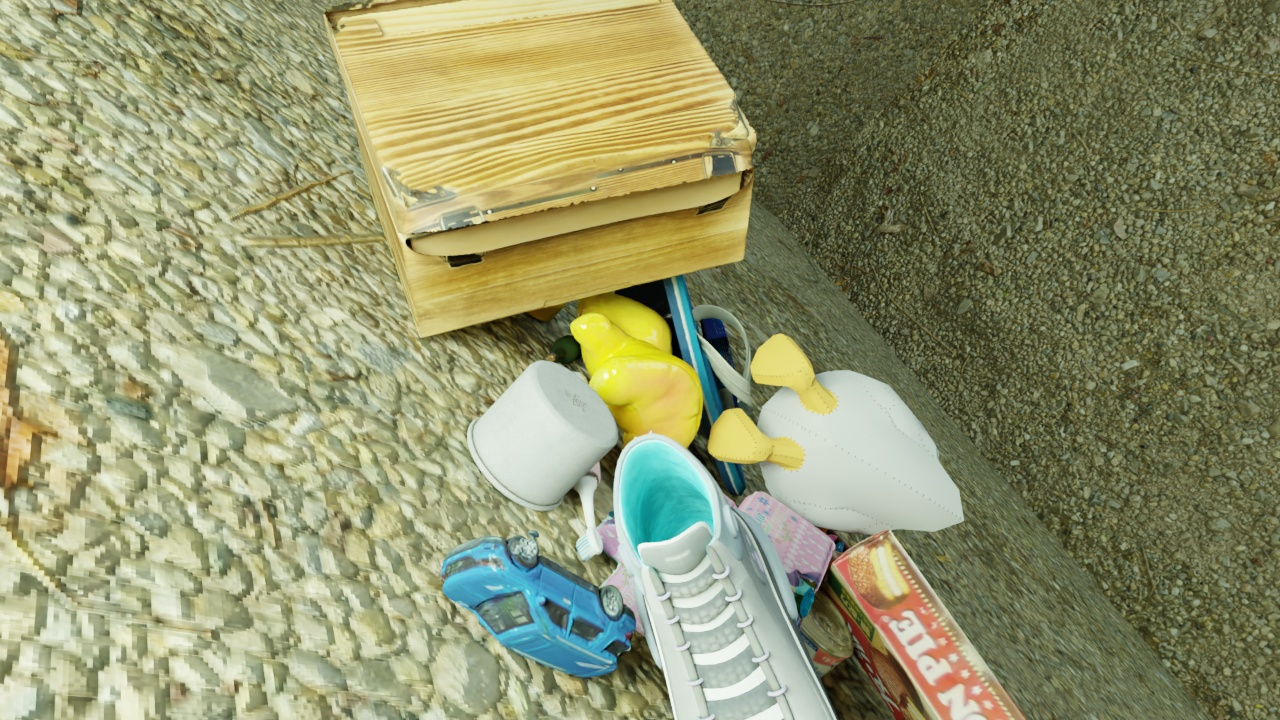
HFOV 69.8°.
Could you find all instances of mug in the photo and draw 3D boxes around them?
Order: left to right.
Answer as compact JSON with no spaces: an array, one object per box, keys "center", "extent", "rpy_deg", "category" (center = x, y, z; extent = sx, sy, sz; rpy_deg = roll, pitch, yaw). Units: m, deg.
[{"center":[-0.066,0.045,0.647],"extent":[0.084,0.071,0.113],"rpy_deg":[40,19,-15],"category":"mug"}]

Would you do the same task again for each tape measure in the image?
[{"center":[-0.101,-0.067,0.898],"extent":[0.059,0.030,0.068],"rpy_deg":[34,20,-24],"category":"tape measure"}]

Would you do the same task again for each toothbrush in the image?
[{"center":[-0.045,0.074,0.700],"extent":[0.027,0.027,0.222],"rpy_deg":[44,16,-26],"category":"toothbrush"}]

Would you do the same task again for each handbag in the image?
[{"center":[0.009,-0.019,0.988],"extent":[0.153,0.115,0.125],"rpy_deg":[-106,170,-64],"category":"handbag"}]

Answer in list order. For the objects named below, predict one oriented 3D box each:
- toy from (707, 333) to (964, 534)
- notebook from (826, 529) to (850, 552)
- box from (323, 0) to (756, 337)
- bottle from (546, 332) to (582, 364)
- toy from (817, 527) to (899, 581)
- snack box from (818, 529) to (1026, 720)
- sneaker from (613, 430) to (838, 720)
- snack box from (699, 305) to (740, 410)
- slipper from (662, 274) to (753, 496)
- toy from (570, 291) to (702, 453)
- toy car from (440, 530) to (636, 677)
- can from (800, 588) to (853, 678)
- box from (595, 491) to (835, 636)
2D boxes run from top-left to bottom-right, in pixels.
[{"center":[0.189,0.088,0.830],"extent":[0.267,0.141,0.247],"rpy_deg":[31,0,-34],"category":"toy"},{"center":[0.229,0.215,0.954],"extent":[0.209,0.008,0.141],"rpy_deg":[46,-2,6],"category":"notebook"},{"center":[-0.078,-0.172,0.731],"extent":[0.278,0.176,0.247],"rpy_deg":[-14,48,-17],"category":"box"},{"center":[-0.067,-0.011,0.852],"extent":[0.025,0.025,0.106],"rpy_deg":[45,17,2],"category":"bottle"},{"center":[0.189,0.180,0.867],"extent":[0.090,0.103,0.070],"rpy_deg":[56,25,14],"category":"toy"},{"center":[0.235,0.261,0.736],"extent":[0.236,0.060,0.113],"rpy_deg":[58,-12,24],"category":"snack box"},{"center":[0.046,0.162,0.469],"extent":[0.160,0.093,0.256],"rpy_deg":[65,5,-52],"category":"sneaker"},{"center":[0.092,0.023,0.999],"extent":[0.082,0.027,0.150],"rpy_deg":[-94,171,-62],"category":"snack box"},{"center":[0.073,0.003,0.860],"extent":[0.118,0.060,0.295],"rpy_deg":[-82,156,-65],"category":"slipper"},{"center":[-0.005,0.005,0.793],"extent":[0.193,0.087,0.134],"rpy_deg":[-113,179,-68],"category":"toy"},{"center":[-0.053,0.134,0.495],"extent":[0.120,0.056,0.043],"rpy_deg":[40,40,-32],"category":"toy car"},{"center":[0.127,0.213,0.740],"extent":[0.086,0.043,0.086],"rpy_deg":[39,18,-16],"category":"can"},{"center":[0.053,0.144,0.682],"extent":[0.159,0.035,0.229],"rpy_deg":[33,23,11],"category":"box"}]
